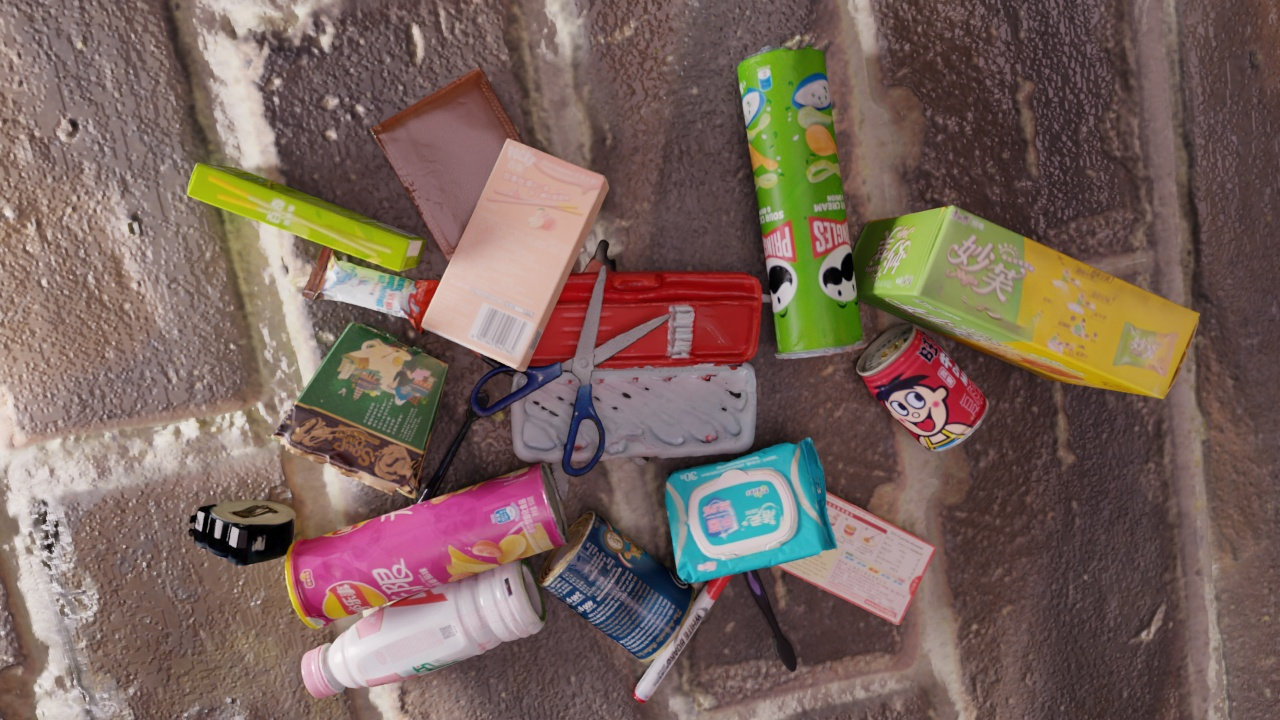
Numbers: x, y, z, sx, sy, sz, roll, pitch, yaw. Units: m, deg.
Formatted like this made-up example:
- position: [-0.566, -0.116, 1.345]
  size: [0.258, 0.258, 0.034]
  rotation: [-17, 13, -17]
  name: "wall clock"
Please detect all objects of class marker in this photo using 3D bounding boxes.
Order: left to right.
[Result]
- position: [0.038, 0.236, 0.799]
  size: [0.017, 0.017, 0.145]
  rotation: [33, 94, -9]
  name: "marker"

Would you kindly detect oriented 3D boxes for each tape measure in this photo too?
- position: [-0.308, 0.133, 0.724]
  size: [0.066, 0.066, 0.033]
  rotation: [14, 98, 28]
  name: "tape measure"

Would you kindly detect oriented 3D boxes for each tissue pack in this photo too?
- position: [0.088, 0.123, 0.745]
  size: [0.133, 0.050, 0.093]
  rotation: [-16, 76, 9]
  name: "tissue pack"

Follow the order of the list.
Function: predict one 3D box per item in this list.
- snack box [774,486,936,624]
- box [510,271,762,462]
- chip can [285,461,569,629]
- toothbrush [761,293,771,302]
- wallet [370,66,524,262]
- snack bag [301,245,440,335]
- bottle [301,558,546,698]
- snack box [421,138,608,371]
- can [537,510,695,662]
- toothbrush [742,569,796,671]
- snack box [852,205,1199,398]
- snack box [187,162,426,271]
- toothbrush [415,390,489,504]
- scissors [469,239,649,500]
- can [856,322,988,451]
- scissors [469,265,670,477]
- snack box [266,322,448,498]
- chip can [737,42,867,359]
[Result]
- position: [0.170, 0.160, 0.791]
  size: [0.155, 0.027, 0.077]
  rotation: [27, 87, -9]
  name: "snack box"
- position: [-0.004, 0.005, 0.738]
  size: [0.201, 0.039, 0.158]
  rotation: [-1, 111, -6]
  name: "box"
- position: [-0.165, 0.144, 0.724]
  size: [0.210, 0.071, 0.071]
  rotation: [-19, 100, 1]
  name: "chip can"
- position: [0.077, -0.054, 0.761]
  size: [0.180, 0.016, 0.016]
  rotation: [6, 95, -6]
  name: "toothbrush"
- position: [-0.137, -0.152, 0.720]
  size: [0.101, 0.032, 0.124]
  rotation: [-31, 100, -4]
  name: "wallet"
- position: [-0.211, -0.056, 0.727]
  size: [0.104, 0.026, 0.048]
  rotation: [19, 84, -8]
  name: "snack bag"
- position: [-0.179, 0.223, 0.752]
  size: [0.197, 0.068, 0.068]
  rotation: [-21, 100, 1]
  name: "bottle"
- position: [-0.093, -0.079, 0.686]
  size: [0.084, 0.026, 0.157]
  rotation: [24, 85, 10]
  name: "snack box"
- position: [-0.021, 0.185, 0.756]
  size: [0.111, 0.075, 0.075]
  rotation: [39, 93, -9]
  name: "can"
- position: [0.097, 0.188, 0.802]
  size: [0.014, 0.017, 0.189]
  rotation: [-25, 97, -12]
  name: "toothbrush"
- position: [0.282, -0.044, 0.711]
  size: [0.210, 0.157, 0.070]
  rotation: [21, 92, -8]
  name: "snack box"
- position: [-0.243, -0.107, 0.687]
  size: [0.156, 0.086, 0.026]
  rotation: [20, 96, -9]
  name: "snack box"
- position: [-0.171, 0.103, 0.761]
  size: [0.015, 0.018, 0.181]
  rotation: [28, 97, -14]
  name: "toothbrush"
- position: [-0.073, 0.005, 0.755]
  size: [0.189, 0.015, 0.225]
  rotation: [10, 97, -7]
  name: "scissors"
- position: [0.233, 0.021, 0.761]
  size: [0.066, 0.066, 0.094]
  rotation: [-45, 100, 2]
  name: "can"
- position: [-0.052, 0.014, 0.709]
  size: [0.162, 0.012, 0.174]
  rotation: [-8, 108, -1]
  name: "scissors"
- position: [-0.204, 0.034, 0.707]
  size: [0.118, 0.118, 0.105]
  rotation: [26, 83, -11]
  name: "snack box"
- position: [0.125, -0.121, 0.718]
  size: [0.072, 0.072, 0.236]
  rotation: [-9, 93, -5]
  name: "chip can"
